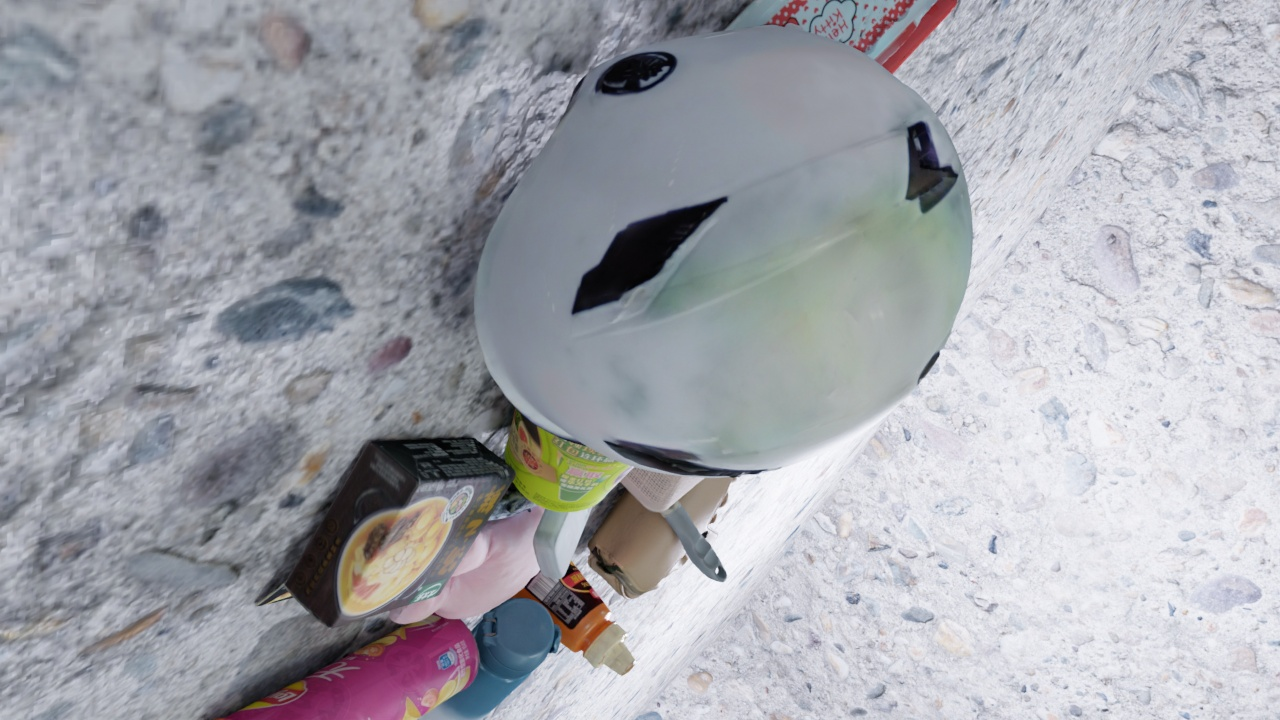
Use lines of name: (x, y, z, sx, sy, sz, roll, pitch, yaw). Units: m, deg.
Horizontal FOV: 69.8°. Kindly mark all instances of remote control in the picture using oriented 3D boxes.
remote control: (-0.046, 0.093, 0.678, 0.056, 0.020, 0.135, 85, 21, -50)

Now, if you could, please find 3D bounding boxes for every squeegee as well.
squeegee: (0.031, 0.142, 0.900, 0.245, 0.039, 0.247, -50, 132, -24)

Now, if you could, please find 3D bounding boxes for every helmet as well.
helmet: (0.063, -0.038, 0.451, 0.258, 0.146, 0.229, -28, 124, -22)

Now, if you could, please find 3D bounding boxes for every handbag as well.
handbag: (0.031, 0.169, 0.998, 0.204, 0.100, 0.148, -53, 160, -2)

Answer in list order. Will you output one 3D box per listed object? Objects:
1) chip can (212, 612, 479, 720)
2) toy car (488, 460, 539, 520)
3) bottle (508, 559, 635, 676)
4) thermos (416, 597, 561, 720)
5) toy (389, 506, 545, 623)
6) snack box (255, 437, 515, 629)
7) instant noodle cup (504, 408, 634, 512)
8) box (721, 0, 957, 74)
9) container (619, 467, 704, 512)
chip can: (-0.207, 0.247, 0.657, 0.071, 0.071, 0.210, -57, 160, 22)
toy car: (-0.093, 0.093, 0.662, 0.034, 0.043, 0.090, -56, 161, 13)
bottle: (-0.062, 0.217, 0.802, 0.066, 0.149, 0.067, -43, 160, -20)
thermos: (-0.139, 0.277, 0.815, 0.070, 0.070, 0.221, -30, 165, -45)
toy: (-0.122, 0.152, 0.693, 0.121, 0.054, 0.159, -50, 161, 10)
snack box: (-0.150, 0.107, 0.561, 0.126, 0.053, 0.113, -58, 160, 9)
instant noodle cup: (-0.037, 0.040, 0.602, 0.111, 0.111, 0.124, -34, 164, -39)
box: (0.104, -0.192, 0.565, 0.201, 0.099, 0.116, -47, -166, -9)
container: (0.027, 0.046, 0.746, 0.090, 0.090, 0.111, -33, 160, -40)
